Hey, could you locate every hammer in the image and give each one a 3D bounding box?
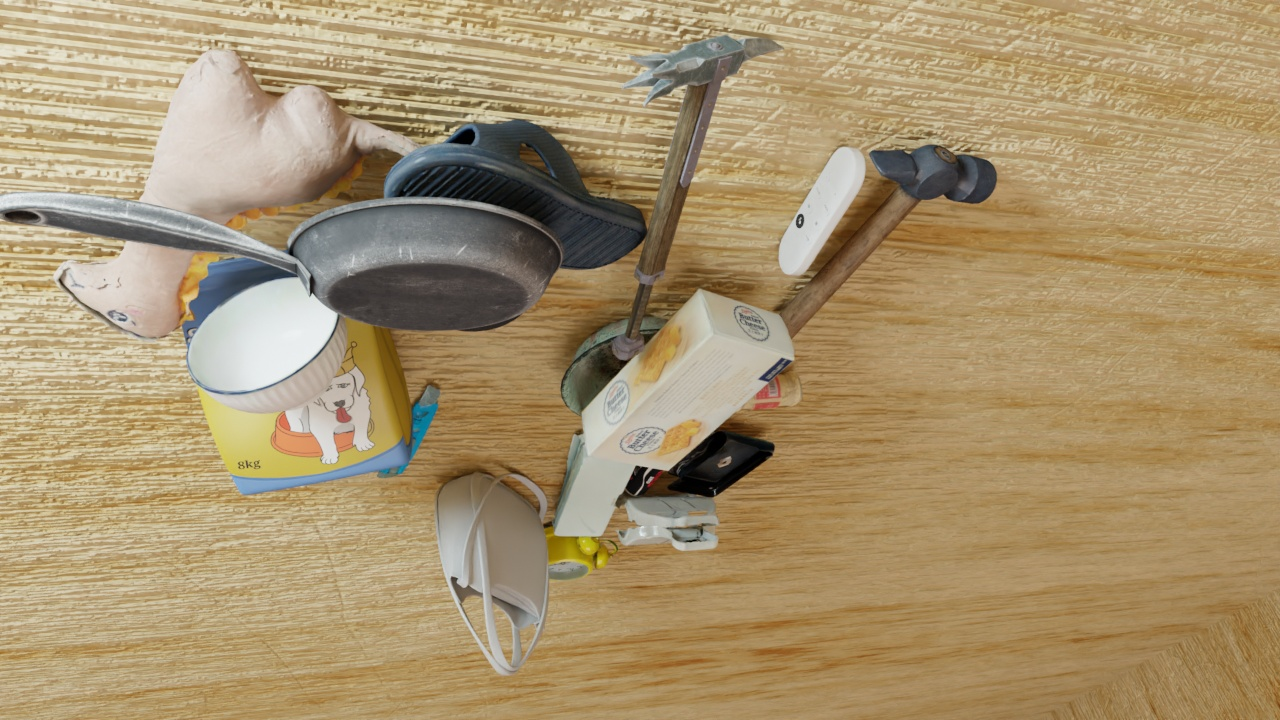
[{"bbox_3d":[0.183,-0.080,0.876,0.129,0.040,0.323,1,145,-31],"label":"hammer"},{"bbox_3d":[0.022,-0.112,0.739,0.146,0.028,0.318,-27,151,-33],"label":"hammer"}]

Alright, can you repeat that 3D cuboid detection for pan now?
[{"bbox_3d":[-0.227,-0.070,0.616,0.356,0.055,0.188,2,163,-19],"label":"pan"}]

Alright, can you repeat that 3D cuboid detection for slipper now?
[{"bbox_3d":[-0.093,-0.129,0.695,0.101,0.082,0.263,-31,160,27],"label":"slipper"}]

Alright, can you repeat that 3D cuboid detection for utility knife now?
[{"bbox_3d":[-0.244,0.079,0.972,0.031,0.015,0.179,4,140,-31],"label":"utility knife"}]

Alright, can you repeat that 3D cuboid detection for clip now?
[{"bbox_3d":[0.042,0.211,1.141,0.126,0.152,0.097,0,107,-23],"label":"clip"}]

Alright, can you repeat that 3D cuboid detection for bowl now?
[{"bbox_3d":[-0.277,-0.002,0.706,0.118,0.118,0.062,-15,138,0],"label":"bowl"},{"bbox_3d":[-0.005,0.005,0.931,0.157,0.038,0.158,-9,144,-7],"label":"bowl"}]

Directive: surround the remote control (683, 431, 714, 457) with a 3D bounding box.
[{"bbox_3d":[0.066,0.098,1.105,0.050,0.011,0.136,-25,143,15],"label":"remote control"}]

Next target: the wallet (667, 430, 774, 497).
[{"bbox_3d":[0.096,0.125,1.118,0.089,0.026,0.115,17,134,-39],"label":"wallet"}]

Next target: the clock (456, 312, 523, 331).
[{"bbox_3d":[-0.150,-0.071,0.782,0.122,0.035,0.095,24,130,-40],"label":"clock"}]

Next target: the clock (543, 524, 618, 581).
[{"bbox_3d":[-0.089,0.252,1.220,0.119,0.057,0.083,-13,145,9],"label":"clock"}]

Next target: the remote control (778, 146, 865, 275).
[{"bbox_3d":[0.156,-0.128,0.801,0.013,0.043,0.137,2,141,-22],"label":"remote control"}]

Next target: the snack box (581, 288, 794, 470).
[{"bbox_3d":[0.040,0.025,0.889,0.104,0.057,0.208,15,135,-34],"label":"snack box"}]

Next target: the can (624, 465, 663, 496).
[{"bbox_3d":[0.009,0.132,1.114,0.031,0.031,0.081,7,140,-27],"label":"can"}]

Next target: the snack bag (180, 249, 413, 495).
[{"bbox_3d":[-0.294,0.001,0.791,0.159,0.102,0.205,-10,122,-5],"label":"snack bag"}]

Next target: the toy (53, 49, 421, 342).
[{"bbox_3d":[-0.296,-0.095,0.663,0.196,0.065,0.265,20,127,-27],"label":"toy"}]

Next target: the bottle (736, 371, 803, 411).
[{"bbox_3d":[0.123,0.035,1.013,0.109,0.044,0.044,-4,143,-15],"label":"bottle"}]

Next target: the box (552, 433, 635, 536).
[{"bbox_3d":[-0.060,0.154,1.109,0.082,0.066,0.199,-19,151,-27],"label":"box"}]

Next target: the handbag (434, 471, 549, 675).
[{"bbox_3d":[-0.152,0.253,1.061,0.096,0.222,0.216,-24,143,14],"label":"handbag"}]
